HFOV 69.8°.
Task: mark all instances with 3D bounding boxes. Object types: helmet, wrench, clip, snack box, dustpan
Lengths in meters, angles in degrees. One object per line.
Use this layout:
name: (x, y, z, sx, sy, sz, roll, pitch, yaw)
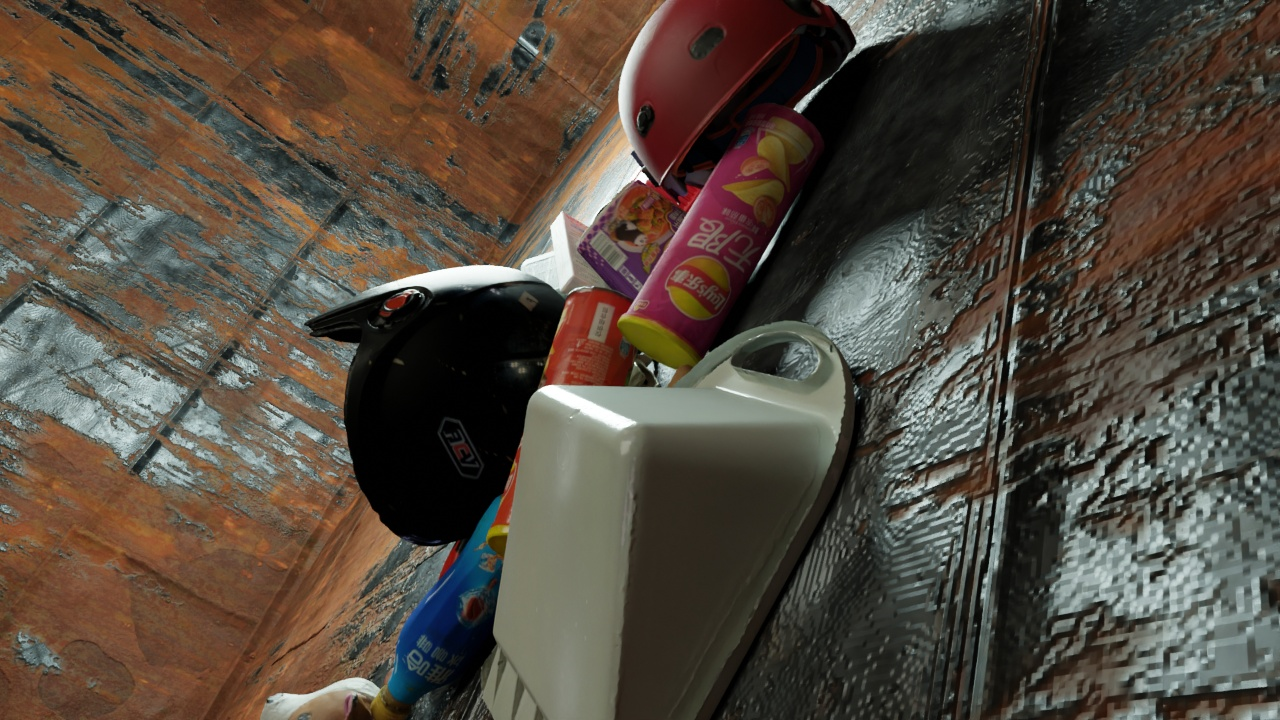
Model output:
helmet: (-0.156, 0.034, 0.816, 0.230, 0.233, 0.274, -17, 22, 6)
wrench: (-0.195, 0.199, 1.013, 0.056, 0.016, 0.272, -32, 28, 57)
helmet: (0.060, -0.254, 0.805, 0.207, 0.144, 0.239, -48, -10, 30)
clip: (0.007, -0.236, 1.039, 0.039, 0.026, 0.058, -37, 13, 22)
clip: (-0.001, 0.007, 0.797, 0.035, 0.092, 0.103, -53, 50, 8)
snack box: (-0.054, -0.104, 1.020, 0.027, 0.084, 0.156, -50, 28, 22)
dustpan: (0.016, 0.101, 0.503, 0.223, 0.142, 0.258, -164, 79, -67)

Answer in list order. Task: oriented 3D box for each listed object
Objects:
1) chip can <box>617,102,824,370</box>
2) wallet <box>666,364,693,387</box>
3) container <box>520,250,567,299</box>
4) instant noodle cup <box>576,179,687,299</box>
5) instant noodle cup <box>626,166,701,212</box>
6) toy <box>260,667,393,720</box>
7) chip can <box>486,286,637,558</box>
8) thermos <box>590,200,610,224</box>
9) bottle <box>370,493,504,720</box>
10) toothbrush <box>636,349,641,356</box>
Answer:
chip can: (0.065, -0.096, 0.708, 0.210, 0.071, 0.071, -59, 15, -14)
wallet: (0.009, 0.066, 0.639, 0.115, 0.020, 0.101, -55, 13, 14)
container: (-0.093, -0.068, 1.079, 0.090, 0.090, 0.111, -17, 28, 10)
instant noodle cup: (0.005, -0.099, 0.814, 0.111, 0.099, 0.111, -48, 2, 2)
instant noodle cup: (0.027, -0.201, 1.077, 0.194, 0.066, 0.193, -50, 15, 18)
toy: (-0.288, 0.350, 0.794, 0.199, 0.130, 0.140, -46, -1, 5)
chip can: (-0.052, 0.048, 0.699, 0.073, 0.073, 0.216, -35, 35, 54)
thermos: (0.004, -0.122, 0.942, 0.093, 0.093, 0.143, -56, 22, -1)
bottle: (-0.147, 0.206, 0.740, 0.219, 0.065, 0.065, -53, 15, 10)
toothbrush: (0.027, -0.037, 0.820, 0.190, 0.014, 0.016, -45, 42, 39)
